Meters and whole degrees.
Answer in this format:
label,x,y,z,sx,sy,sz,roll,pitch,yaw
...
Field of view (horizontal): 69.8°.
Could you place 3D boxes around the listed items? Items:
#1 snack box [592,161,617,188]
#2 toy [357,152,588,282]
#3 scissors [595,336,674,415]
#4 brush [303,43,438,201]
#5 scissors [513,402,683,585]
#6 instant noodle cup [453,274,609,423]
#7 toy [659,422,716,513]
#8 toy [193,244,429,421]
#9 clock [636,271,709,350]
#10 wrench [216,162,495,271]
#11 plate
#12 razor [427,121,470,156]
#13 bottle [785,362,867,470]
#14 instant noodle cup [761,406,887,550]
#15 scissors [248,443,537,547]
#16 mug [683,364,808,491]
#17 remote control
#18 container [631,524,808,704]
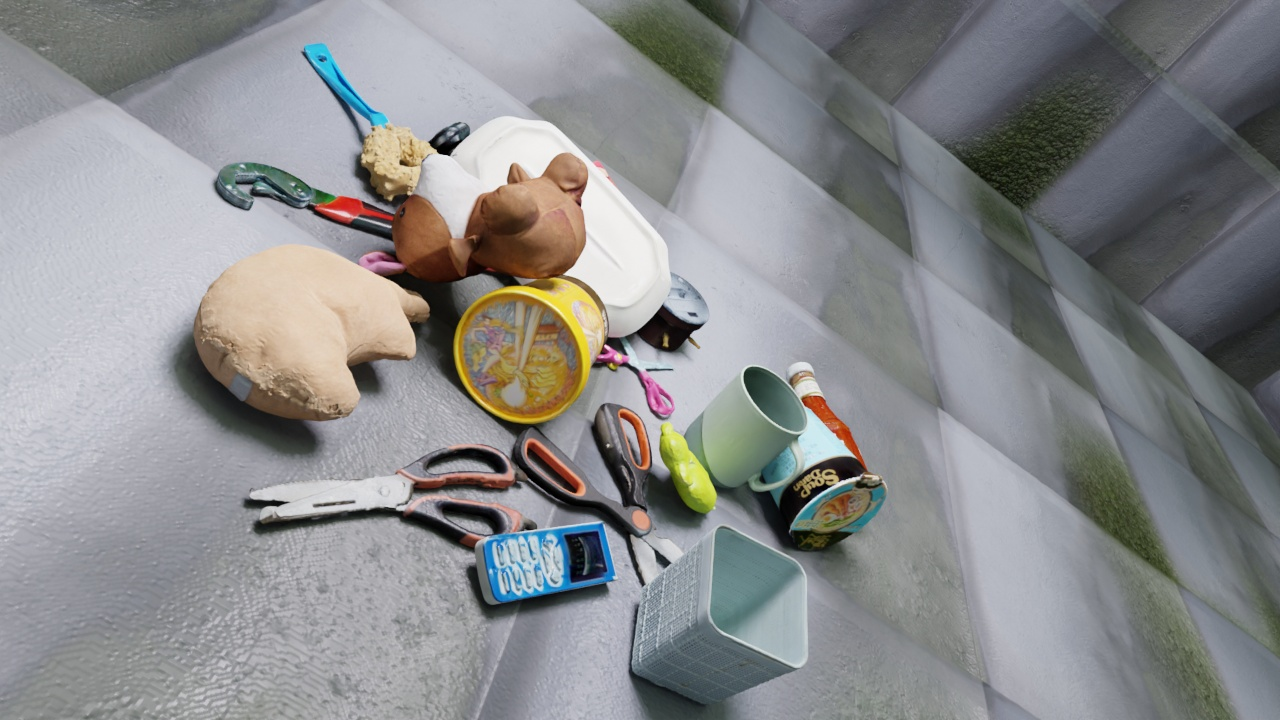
label,x,y,z,sx,sy,sz,roll,pitch,yaw
snack box,-0.064,-0.172,1.030,0.127,0.044,0.113,54,32,-4
toy,-0.146,-0.122,0.800,0.139,0.200,0.130,-39,115,-48
scissors,-0.005,0.006,0.960,0.133,0.017,0.134,7,41,-47
brush,-0.285,-0.253,0.954,0.083,0.046,0.254,-22,60,-33
scissors,-0.020,0.125,0.799,0.227,0.022,0.220,25,41,-23
instant noodle cup,-0.088,-0.019,0.815,0.118,0.119,0.114,41,24,-1
toy,0.042,0.103,0.845,0.100,0.031,0.096,62,6,-16
toy,-0.241,-0.038,0.710,0.143,0.083,0.225,43,29,-6
clock,0.025,-0.065,1.038,0.082,0.055,0.122,1,49,-45
wrench,-0.253,-0.132,0.861,0.273,0.016,0.056,14,45,-35
plate,-0.076,-0.143,0.943,0.265,0.034,0.161,47,63,-5
razor,-0.159,-0.205,1.016,0.167,0.062,0.067,28,61,-28
bottle,0.211,0.085,1.053,0.059,0.060,0.205,20,37,-31
instant noodle cup,0.174,0.113,0.943,0.111,0.111,0.120,12,35,-38
scissors,-0.167,0.106,0.667,0.199,0.015,0.204,39,32,-5
mug,0.108,0.080,0.902,0.111,0.107,0.082,52,33,16
remote control,-0.070,0.153,0.697,0.124,0.024,0.049,2,68,-44
container,0.055,0.197,0.695,0.090,0.112,0.090,30,42,-19
